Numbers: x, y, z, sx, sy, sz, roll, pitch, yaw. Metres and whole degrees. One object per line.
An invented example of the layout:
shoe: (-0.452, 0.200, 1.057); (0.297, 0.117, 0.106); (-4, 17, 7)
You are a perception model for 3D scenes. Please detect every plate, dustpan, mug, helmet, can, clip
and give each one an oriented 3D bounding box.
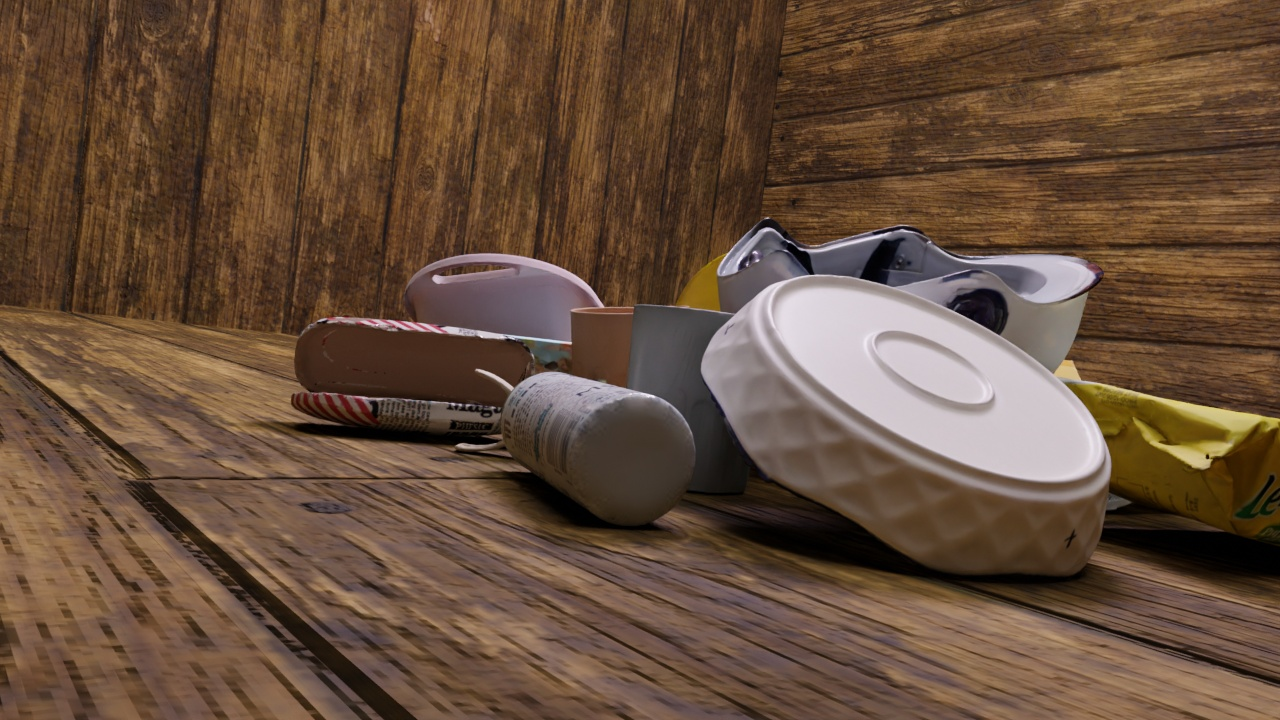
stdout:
plate: (0.133, 0.020, 0.448); (0.205, 0.046, 0.204); (16, 29, -9)
dustpan: (-0.128, -0.037, 1.007); (0.223, 0.139, 0.273); (-6, 1, 11)
mug: (0.036, 0.022, 0.570); (0.084, 0.103, 0.124); (7, 0, 13)
helmet: (0.181, -0.014, 0.663); (0.258, 0.146, 0.228); (3, 16, -1)
can: (-0.028, 0.038, 0.456); (0.058, 0.058, 0.147); (7, 1, -21)
mug: (-0.005, 0.005, 0.821); (0.124, 0.103, 0.084); (-6, 9, -41)
clip: (-0.060, 0.038, 0.570); (0.099, 0.066, 0.034); (18, 2, 3)

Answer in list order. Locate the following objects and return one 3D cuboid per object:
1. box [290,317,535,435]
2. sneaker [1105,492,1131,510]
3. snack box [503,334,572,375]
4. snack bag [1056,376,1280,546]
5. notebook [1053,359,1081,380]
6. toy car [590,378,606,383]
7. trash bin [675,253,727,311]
box: (-0.147, 0.025, 0.614); (0.162, 0.076, 0.087); (7, 31, -23)
sneaker: (0.364, 0.066, 0.713); (0.241, 0.089, 0.091); (9, 8, -34)
snack box: (-0.124, 0.013, 0.822); (0.174, 0.074, 0.052); (6, 2, -33)
snack bag: (0.358, 0.069, 0.549); (0.246, 0.068, 0.158); (15, 1, -21)
notebook: (0.309, 0.046, 0.800); (0.206, 0.145, 0.010); (6, -39, -11)
toy car: (-0.052, 0.039, 0.709); (0.053, 0.045, 0.120); (5, 7, -1)
trash bin: (0.174, -0.018, 0.948); (0.230, 0.229, 0.254); (8, 6, 34)
